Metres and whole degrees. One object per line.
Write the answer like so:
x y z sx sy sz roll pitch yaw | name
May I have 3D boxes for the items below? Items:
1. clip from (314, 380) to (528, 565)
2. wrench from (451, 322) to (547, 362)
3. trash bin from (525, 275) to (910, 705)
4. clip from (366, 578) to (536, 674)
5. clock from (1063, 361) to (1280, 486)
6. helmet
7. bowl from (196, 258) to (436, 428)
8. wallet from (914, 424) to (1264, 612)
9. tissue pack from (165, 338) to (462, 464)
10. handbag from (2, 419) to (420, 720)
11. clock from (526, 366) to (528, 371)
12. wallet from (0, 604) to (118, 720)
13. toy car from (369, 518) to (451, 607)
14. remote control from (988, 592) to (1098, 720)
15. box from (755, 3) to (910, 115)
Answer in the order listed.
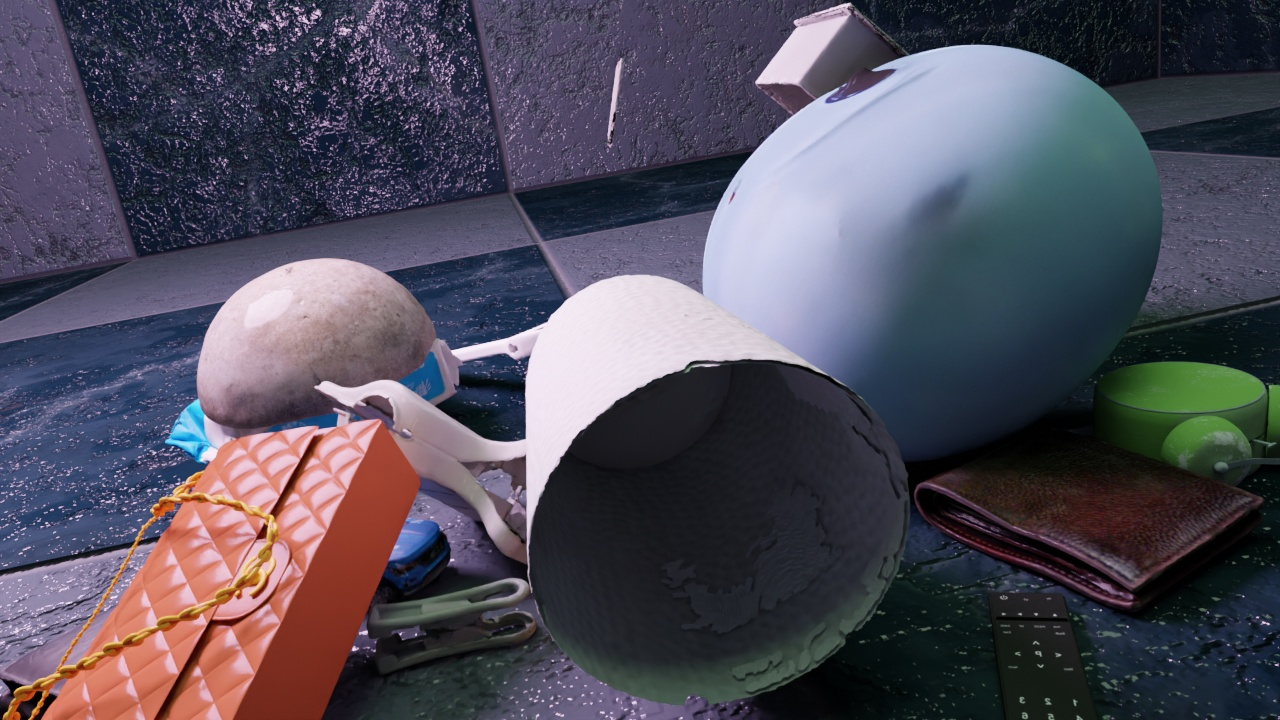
-0.099 0.059 0.508 0.144 0.075 0.124 20 -12 30 | clip
-0.150 -0.007 0.816 0.274 0.018 0.066 -9 10 46 | wrench
0.012 0.034 0.380 0.133 0.133 0.161 -12 22 -8 | trash bin
-0.087 0.123 0.427 0.076 0.045 0.023 -11 19 -8 | clip
0.292 0.034 0.488 0.094 0.042 0.119 -18 19 -24 | clock
0.170 -0.051 0.509 0.266 0.225 0.166 -35 16 8 | helmet
-0.248 -0.028 0.679 0.178 0.081 0.178 -9 29 5 | bowl
0.210 0.070 0.440 0.099 0.031 0.120 -21 23 -26 | wallet
-0.253 0.031 0.724 0.208 0.066 0.117 -30 31 -36 | tissue pack
-0.179 0.101 0.387 0.109 0.060 0.171 -7 40 18 | handbag
-0.004 0.004 0.718 0.148 0.056 0.103 -10 7 14 | clock
-0.247 0.140 0.458 0.089 0.026 0.114 -1 18 31 | wallet
-0.162 0.104 0.499 0.120 0.043 0.056 -2 18 22 | toy car
0.146 0.123 0.328 0.030 0.009 0.139 -4 18 18 | remote control
0.152 -0.052 0.685 0.172 0.380 0.167 7 16 -4 | box
